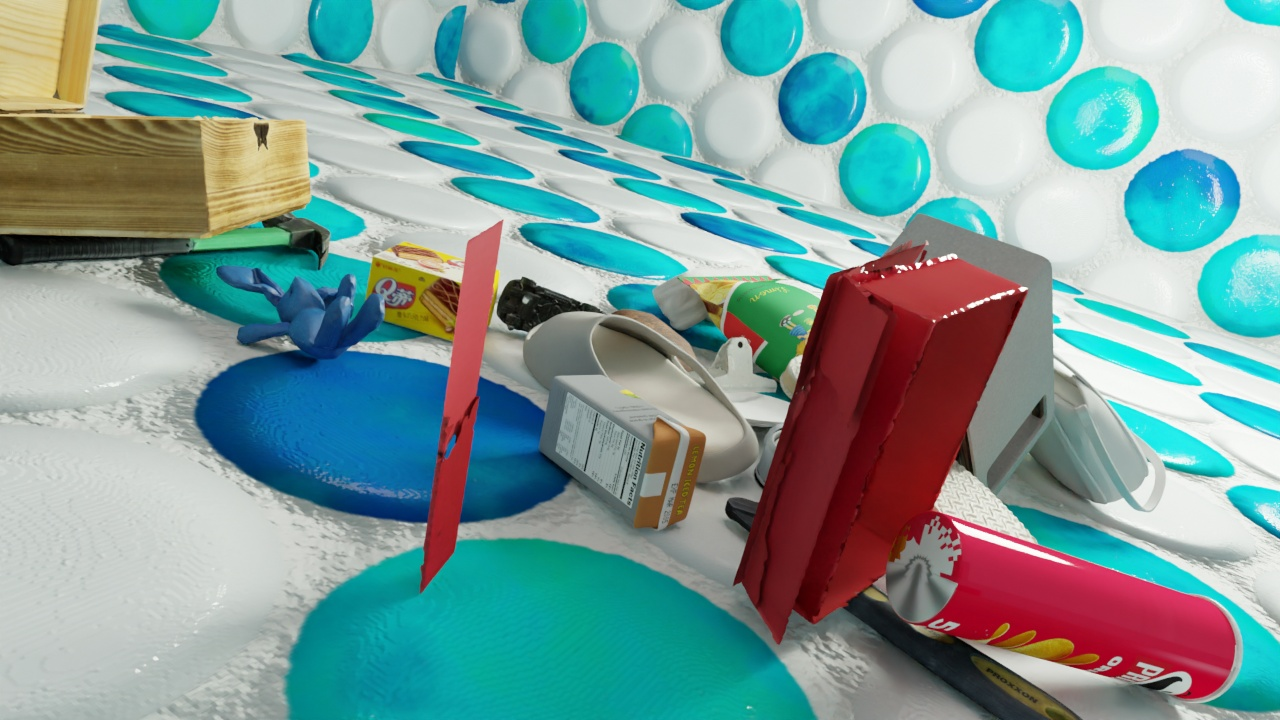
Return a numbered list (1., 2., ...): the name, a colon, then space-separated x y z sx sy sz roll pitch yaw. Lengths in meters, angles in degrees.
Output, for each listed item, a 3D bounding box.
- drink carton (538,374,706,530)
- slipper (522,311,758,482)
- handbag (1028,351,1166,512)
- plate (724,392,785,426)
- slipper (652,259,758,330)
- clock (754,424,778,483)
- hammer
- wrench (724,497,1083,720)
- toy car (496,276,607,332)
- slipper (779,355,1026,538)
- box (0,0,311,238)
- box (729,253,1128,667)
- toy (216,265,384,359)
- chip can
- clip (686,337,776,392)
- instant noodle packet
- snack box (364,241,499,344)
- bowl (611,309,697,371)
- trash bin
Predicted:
1. drink carton: -0.016 0.061 0.660 0.048 0.076 0.125 -1 21 -40
2. slipper: -0.005 0.005 0.784 0.112 0.081 0.266 -23 41 -29
3. handbag: 0.409 0.030 0.904 0.222 0.096 0.215 50 7 -22
4. plate: 0.090 0.044 0.859 0.134 0.011 0.134 9 9 -2
5. slipper: 0.094 -0.083 1.162 0.112 0.074 0.246 -10 5 25
6. clock: 0.145 0.088 0.767 0.094 0.035 0.122 15 20 -2
7. hammer: -0.442 -0.116 0.889 0.130 0.032 0.317 26 22 27
8. wrench: 0.155 0.161 0.586 0.073 0.022 0.273 -12 32 -44
9. toy car: -0.087 -0.041 0.930 0.120 0.056 0.043 21 -4 0
10. slipper: 0.201 0.098 0.696 0.263 0.052 0.114 46 31 21
11. box: -0.488 -0.287 0.813 0.286 0.335 0.279 -1 17 -3
12. box: 0.164 0.063 0.524 0.153 0.214 0.164 29 30 32
13. toy: -0.266 -0.040 0.757 0.112 0.071 0.176 0 14 -45
14. chip can: 0.261 0.154 0.567 0.220 0.069 0.069 19 17 -18
15. clip: 0.089 0.010 0.903 0.102 0.058 0.052 1 62 -39
16. instant noodle packet: 0.185 -0.025 1.029 0.253 0.090 0.195 41 28 28
17. snack box: -0.200 -0.066 0.891 0.106 0.061 0.083 17 19 3
18. bowl: 0.023 -0.022 0.926 0.114 0.026 0.102 36 5 -28
19. trash bin: 0.258 0.010 0.763 0.114 0.114 0.229 31 -17 38
